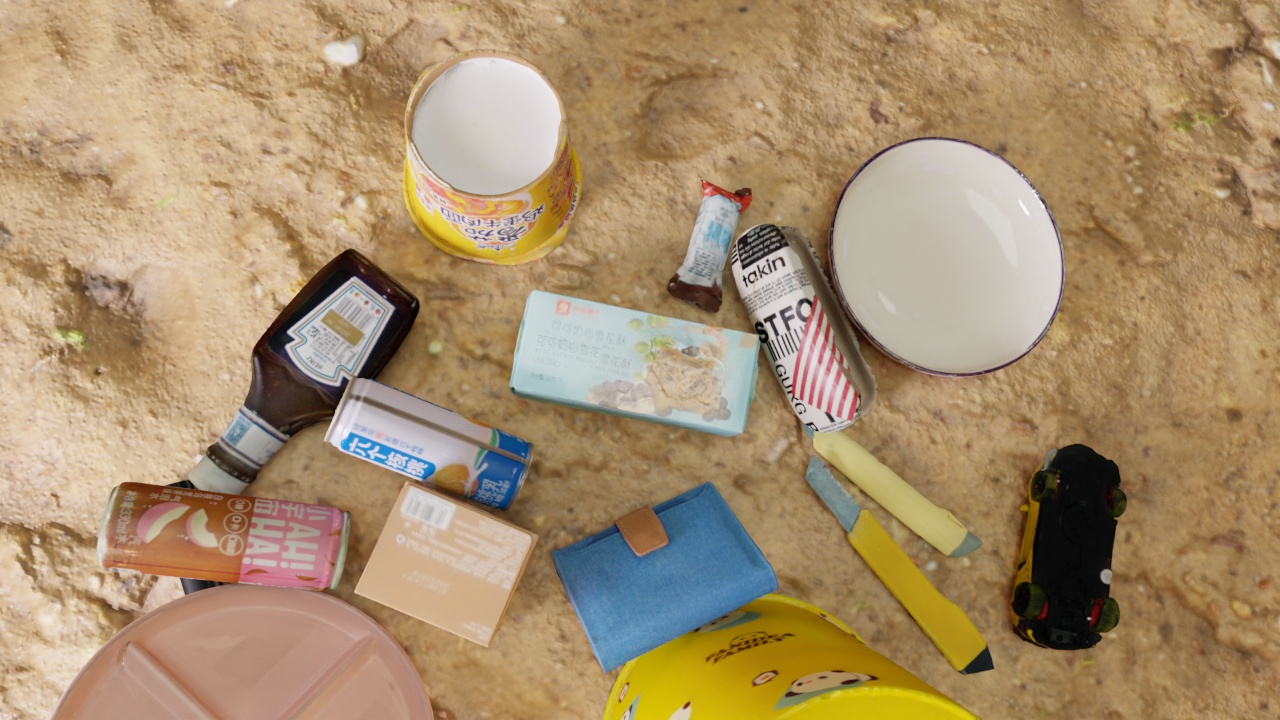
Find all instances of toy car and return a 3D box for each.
[{"bbox_3d":[0.323,0.141,0.693,0.071,0.041,0.155,12,81,-4],"label":"toy car"}]

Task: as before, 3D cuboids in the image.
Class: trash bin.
[{"bbox_3d":[0.097,0.263,0.541,0.229,0.255,0.229,1,80,-6],"label":"trash bin"}]

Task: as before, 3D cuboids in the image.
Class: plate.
[{"bbox_3d":[-0.241,0.248,0.568,0.229,0.028,0.229,17,46,-19],"label":"plate"},{"bbox_3d":[0.234,-0.078,0.719,0.192,0.039,0.192,2,79,-8],"label":"plate"}]

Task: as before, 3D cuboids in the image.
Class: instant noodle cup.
[{"bbox_3d":[-0.108,-0.149,0.663,0.138,0.110,0.138,1,80,-7],"label":"instant noodle cup"}]

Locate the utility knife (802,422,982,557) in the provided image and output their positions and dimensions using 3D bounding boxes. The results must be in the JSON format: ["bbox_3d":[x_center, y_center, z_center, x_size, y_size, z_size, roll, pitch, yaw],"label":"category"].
[{"bbox_3d":[0.188,0.094,0.699,0.167,0.018,0.031,41,75,0],"label":"utility knife"}]

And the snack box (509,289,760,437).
[{"bbox_3d":[-0.004,0.004,0.677,0.175,0.052,0.074,11,80,-4],"label":"snack box"}]

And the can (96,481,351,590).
[{"bbox_3d":[-0.273,0.118,0.609,0.147,0.058,0.058,11,79,-21],"label":"can"}]

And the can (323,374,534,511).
[{"bbox_3d":[-0.146,0.058,0.638,0.134,0.053,0.053,24,79,-15],"label":"can"}]

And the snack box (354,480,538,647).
[{"bbox_3d":[-0.126,0.135,0.621,0.093,0.094,0.077,23,79,-2],"label":"snack box"}]

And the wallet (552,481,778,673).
[{"bbox_3d":[0.015,0.146,0.638,0.133,0.106,0.040,-23,127,-11],"label":"wallet"}]

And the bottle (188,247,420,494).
[{"bbox_3d":[-0.243,0.014,0.655,0.080,0.044,0.194,38,80,-8],"label":"bottle"}]

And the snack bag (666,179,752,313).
[{"bbox_3d":[0.055,-0.092,0.712,0.045,0.026,0.105,20,80,-12],"label":"snack bag"}]

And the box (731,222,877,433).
[{"bbox_3d":[0.128,-0.028,0.694,0.087,0.076,0.162,-21,82,-41],"label":"box"}]

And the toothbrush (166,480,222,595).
[{"bbox_3d":[-0.291,0.186,0.632,0.026,0.027,0.212,-25,83,35],"label":"toothbrush"}]

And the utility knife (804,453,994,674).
[{"bbox_3d":[0.192,0.154,0.689,0.033,0.015,0.209,-40,89,-10],"label":"utility knife"}]
